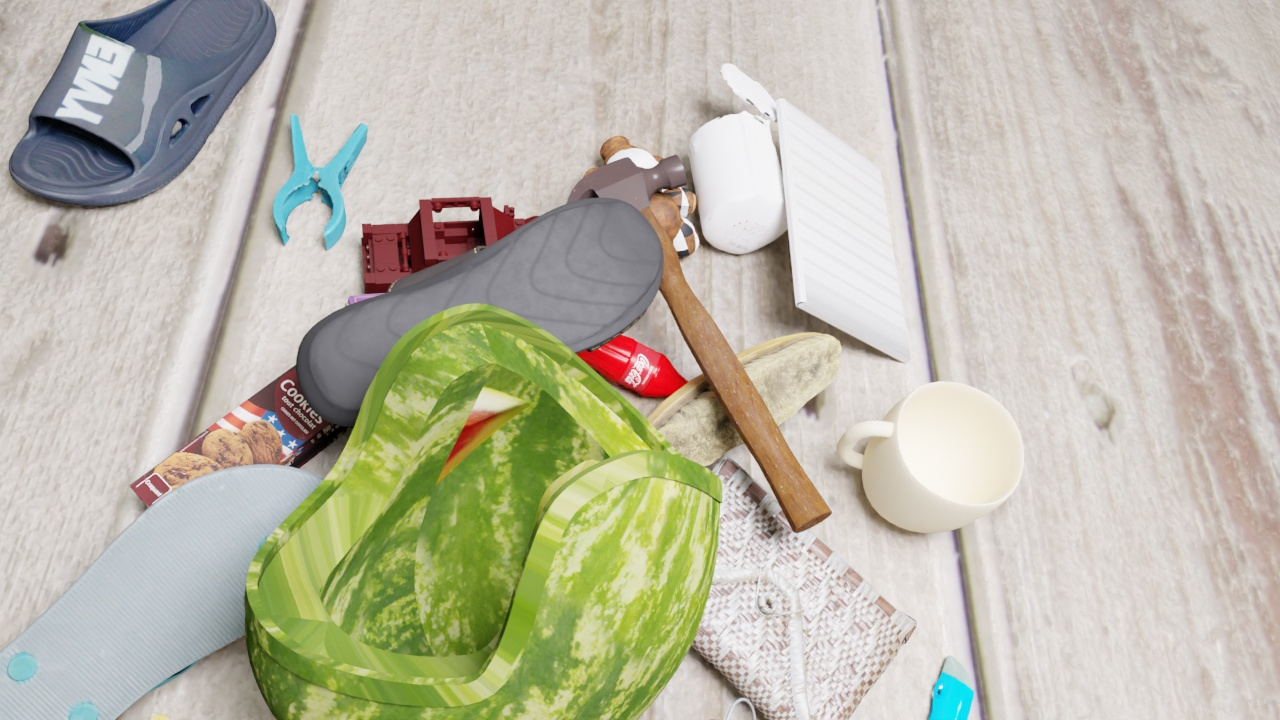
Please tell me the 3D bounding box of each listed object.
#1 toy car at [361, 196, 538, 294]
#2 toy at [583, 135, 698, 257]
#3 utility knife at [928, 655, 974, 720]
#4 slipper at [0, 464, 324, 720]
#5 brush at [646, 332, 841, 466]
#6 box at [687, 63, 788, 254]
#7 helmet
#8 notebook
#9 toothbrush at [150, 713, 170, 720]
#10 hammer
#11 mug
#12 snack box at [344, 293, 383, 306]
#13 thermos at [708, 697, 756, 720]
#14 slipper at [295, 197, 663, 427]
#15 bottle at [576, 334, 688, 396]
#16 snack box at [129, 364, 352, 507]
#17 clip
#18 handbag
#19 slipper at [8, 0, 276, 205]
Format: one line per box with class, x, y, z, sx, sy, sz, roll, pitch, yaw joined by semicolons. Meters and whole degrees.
toy car;-0.131;-0.087;0.719;0.169;0.062;0.070;-5;64;-14
toy;-0.001;-0.139;0.778;0.087;0.067;0.112;-16;58;-20
utility knife;0.185;0.292;0.609;0.031;0.015;0.204;30;57;6
slipper;-0.300;0.151;0.548;0.268;0.055;0.098;-38;107;-14
brush;0.076;0.031;0.697;0.195;0.043;0.059;-28;108;-22
box;0.086;-0.180;0.802;0.083;0.093;0.165;10;56;-32
helmet;-0.080;0.122;0.519;0.247;0.243;0.213;-49;51;-2
notebook;0.173;-0.113;0.787;0.142;0.009;0.209;22;55;-35
toothbrush;-0.248;0.260;0.535;0.021;0.016;0.135;-36;74;-31
hammer;0.041;-0.021;0.667;0.115;0.033;0.322;-25;65;-8
mug;0.204;0.076;0.681;0.120;0.100;0.096;15;62;-2
snack box;-0.127;0.017;0.661;0.147;0.041;0.143;-7;63;-28
thermos;0.024;0.311;0.539;0.061;0.061;0.230;27;60;3
slipper;-0.100;-0.030;0.626;0.267;0.076;0.113;-27;81;-22
bottle;-0.004;0.004;0.709;0.119;0.036;0.036;27;59;-10
snack box;-0.266;0.062;0.628;0.051;0.032;0.140;42;62;11
clip;-0.277;-0.147;0.742;0.113;0.028;0.127;-4;63;-12
handbag;0.090;0.168;0.639;0.186;0.047;0.123;41;61;11
slipper;-0.389;-0.233;0.733;0.110;0.083;0.267;25;59;0
